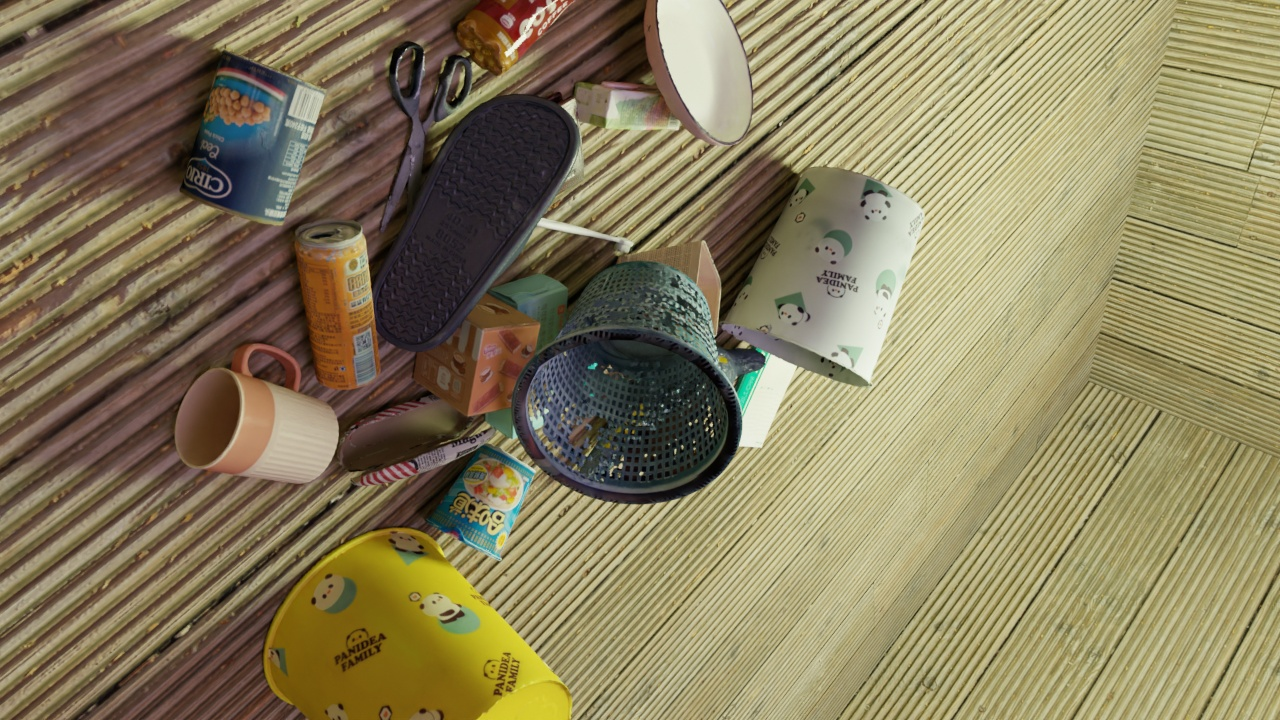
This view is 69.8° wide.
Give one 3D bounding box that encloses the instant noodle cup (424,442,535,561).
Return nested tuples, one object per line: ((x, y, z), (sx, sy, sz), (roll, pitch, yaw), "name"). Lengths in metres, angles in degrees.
((-0.174, 0.156, 1.041), (0.109, 0.099, 0.099), (-61, 146, -13), "instant noodle cup")

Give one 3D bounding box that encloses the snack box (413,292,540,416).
((-0.166, -0.009, 0.929), (0.076, 0.093, 0.094), (-11, 121, -48), "snack box")

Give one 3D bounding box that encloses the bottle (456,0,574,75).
((-0.090, -0.337, 0.829), (0.174, 0.057, 0.057), (-51, 144, -15), "bottle")

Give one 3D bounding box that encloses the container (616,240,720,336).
((0.029, -0.079, 1.093), (0.090, 0.111, 0.089), (60, 31, -50), "container")

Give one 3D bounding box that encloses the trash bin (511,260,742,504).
((-0.006, 0.006, 0.965), (0.194, 0.227, 0.227), (-81, 171, -53), "trash bin")

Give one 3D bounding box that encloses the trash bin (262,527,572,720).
((-0.223, 0.337, 0.957), (0.229, 0.255, 0.230), (-31, 135, -36), "trash bin")

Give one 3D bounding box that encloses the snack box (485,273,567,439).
((-0.127, -0.004, 1.017), (0.074, 0.052, 0.175), (-24, 131, -42), "snack box")

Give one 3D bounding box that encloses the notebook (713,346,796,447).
((0.197, 0.046, 1.496), (0.150, 0.012, 0.209), (7, 108, -52), "notebook")

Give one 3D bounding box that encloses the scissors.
((-0.204, -0.201, 0.823), (0.164, 0.014, 0.163), (-46, 144, -16), "scissors")

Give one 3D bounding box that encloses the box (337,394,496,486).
((-0.221, 0.091, 0.938), (0.162, 0.086, 0.076), (-20, 139, -46), "box")

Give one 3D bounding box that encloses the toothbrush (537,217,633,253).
((-0.067, -0.142, 1.031), (0.179, 0.016, 0.016), (5, 115, -53), "toothbrush")

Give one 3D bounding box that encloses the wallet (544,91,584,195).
((-0.110, -0.199, 0.925), (0.124, 0.032, 0.101), (-38, 142, -28), "wallet")

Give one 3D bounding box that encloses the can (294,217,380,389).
((-0.265, -0.048, 0.808), (0.058, 0.058, 0.146), (-27, 133, -39), "can")

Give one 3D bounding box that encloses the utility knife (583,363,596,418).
((-0.064, 0.008, 1.140), (0.029, 0.013, 0.175), (-32, 139, -31), "utility knife")

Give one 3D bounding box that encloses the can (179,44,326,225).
((-0.288, -0.166, 0.684), (0.075, 0.075, 0.111), (10, 105, -54), "can")

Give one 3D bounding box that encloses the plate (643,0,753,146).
((0.058, -0.321, 0.986), (0.192, 0.039, 0.192), (21, 64, -50), "plate")

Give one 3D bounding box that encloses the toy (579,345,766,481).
((0.057, 0.042, 1.250), (0.355, 0.091, 0.138), (-30, 147, -33), "toy")

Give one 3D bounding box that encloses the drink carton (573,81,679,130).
((-0.012, -0.271, 0.976), (0.122, 0.053, 0.045), (-13, 121, -47), "drink carton")

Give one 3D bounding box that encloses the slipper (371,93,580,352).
((-0.158, -0.130, 0.863), (0.268, 0.110, 0.083), (-54, -177, 8), "slipper")

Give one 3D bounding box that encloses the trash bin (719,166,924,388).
((0.265, -0.120, 1.296), (0.229, 0.230, 0.252), (26, 86, -55), "trash bin")

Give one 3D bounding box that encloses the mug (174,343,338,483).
((-0.325, 0.045, 0.791), (0.105, 0.082, 0.114), (28, 61, -57), "mug")
